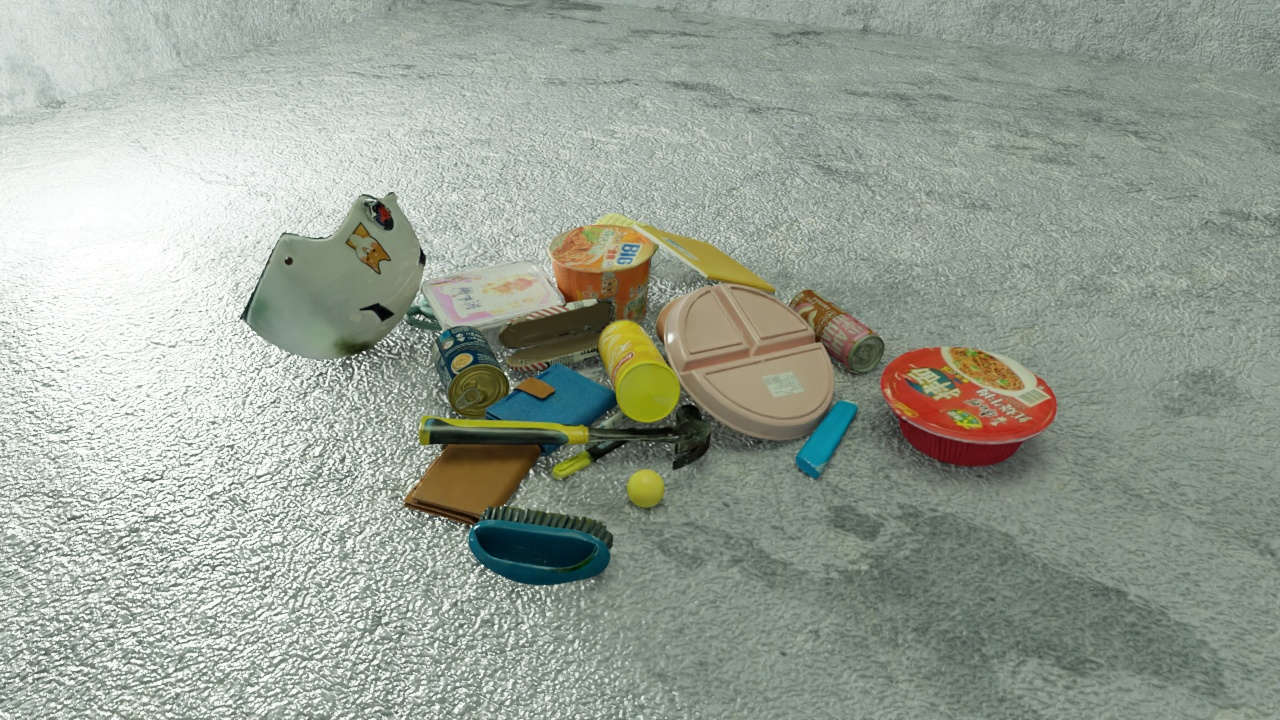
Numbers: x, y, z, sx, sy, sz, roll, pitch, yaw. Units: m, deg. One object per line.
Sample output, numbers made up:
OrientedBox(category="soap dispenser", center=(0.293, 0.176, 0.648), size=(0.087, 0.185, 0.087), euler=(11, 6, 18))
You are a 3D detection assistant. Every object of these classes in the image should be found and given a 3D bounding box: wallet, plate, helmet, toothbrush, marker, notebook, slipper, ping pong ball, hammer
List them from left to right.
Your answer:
OrientedBox(category="helmet", center=(-0.389, -0.096, 1.237), size=(0.157, 0.231, 0.273), euler=(50, 41, -2))
OrientedBox(category="wallet", center=(-0.184, 0.126, 1.012), size=(0.108, 0.031, 0.131), euler=(12, 34, 15))
OrientedBox(category="wallet", center=(-0.107, 0.057, 1.114), size=(0.106, 0.040, 0.132), euler=(26, 41, 29))
OrientedBox(category="hammer", center=(-0.081, 0.081, 1.019), size=(0.323, 0.032, 0.126), euler=(2, 17, -8))
OrientedBox(category="marker", center=(-0.050, 0.104, 1.055), size=(0.123, 0.015, 0.018), euler=(-26, 43, -35))
OrientedBox(category="slipper", center=(-0.026, -0.171, 1.435), size=(0.091, 0.081, 0.191), euler=(-44, 32, -15))
OrientedBox(category="toothbrush", center=(-0.010, 0.055, 1.130), size=(0.018, 0.016, 0.191), euler=(11, 33, 37))
OrientedBox(category="ping pong ball", center=(0.006, 0.136, 0.977), size=(0.040, 0.040, 0.040), euler=(-1, 32, 1))
OrientedBox(category="notebook", center=(0.097, -0.147, 1.330), size=(0.146, 0.010, 0.206), euler=(39, 19, 28))
OrientedBox(category="plate", center=(0.138, -0.007, 1.109), size=(0.229, 0.028, 0.229), euler=(15, 49, -18))

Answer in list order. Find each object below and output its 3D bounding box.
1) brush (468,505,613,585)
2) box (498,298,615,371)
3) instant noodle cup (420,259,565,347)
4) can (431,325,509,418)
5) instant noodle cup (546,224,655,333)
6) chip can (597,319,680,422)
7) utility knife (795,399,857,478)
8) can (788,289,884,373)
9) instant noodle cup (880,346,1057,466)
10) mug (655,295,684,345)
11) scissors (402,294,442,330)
OrientedBox(category="brush", center=(-0.100, 0.185, 0.892), size=(0.144, 0.055, 0.073), euler=(5, 33, 11))
OrientedBox(category="box", center=(-0.102, -0.023, 1.221), size=(0.162, 0.076, 0.087), euler=(-15, 63, -17))
OrientedBox(category="instant noodle cup", center=(-0.204, -0.071, 1.274), size=(0.173, 0.060, 0.138), euler=(-17, 42, -22))
OrientedBox(category="can", center=(-0.215, 0.012, 1.152), size=(0.075, 0.075, 0.111), euler=(-13, 34, -18))
OrientedBox(category="instant noodle cup", center=(-0.054, -0.113, 1.307), size=(0.151, 0.112, 0.151), euler=(-1, 32, 1))
OrientedBox(category="chip can", center=(-0.007, 0.006, 1.101), size=(0.072, 0.072, 0.213), euler=(-6, 17, -7))
OrientedBox(category="utility knife", center=(0.222, 0.084, 1.071), size=(0.034, 0.018, 0.159), euler=(26, 39, 18))
OrientedBox(category="can", center=(0.259, -0.041, 1.229), size=(0.057, 0.058, 0.147), euler=(-16, 35, -21))
OrientedBox(category="instant noodle cup", center=(0.373, 0.059, 1.059), size=(0.194, 0.066, 0.193), euler=(-2, 32, 1))
OrientedBox(category="mug", center=(0.090, -0.021, 1.198), size=(0.114, 0.082, 0.106), euler=(16, 24, -31))
OrientedBox(category="scissors", center=(-0.253, -0.078, 1.351), size=(0.185, 0.019, 0.129), euler=(2, 33, 3))
